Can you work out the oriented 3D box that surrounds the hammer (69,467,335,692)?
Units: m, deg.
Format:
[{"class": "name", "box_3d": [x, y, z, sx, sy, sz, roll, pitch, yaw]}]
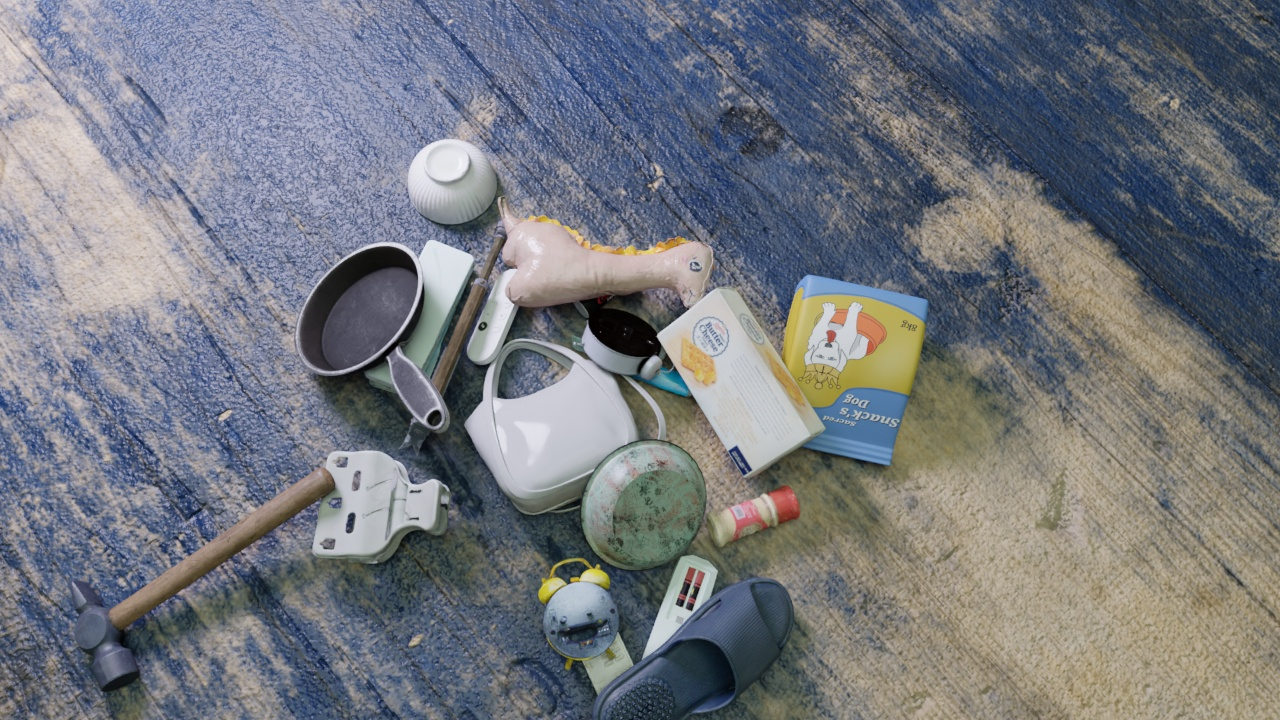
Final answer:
[{"class": "hammer", "box_3d": [-0.482, 0.219, 1.022, 0.321, 0.040, 0.129, -34, 71, -4]}]

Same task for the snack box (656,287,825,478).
[{"class": "snack box", "box_3d": [0.119, 0.025, 1.097, 0.104, 0.057, 0.208, -38, 77, 30]}]

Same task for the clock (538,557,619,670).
[{"class": "clock", "box_3d": [-0.068, 0.278, 1.020, 0.083, 0.057, 0.118, -12, 70, -6]}]

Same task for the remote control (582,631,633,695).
[{"class": "remote control", "box_3d": [-0.048, 0.320, 1.043, 0.050, 0.011, 0.135, -25, 74, -11]}]

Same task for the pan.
[{"class": "pan", "box_3d": [-0.291, -0.017, 1.055, 0.187, 0.055, 0.357, -44, 51, -3]}]

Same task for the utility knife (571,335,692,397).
[{"class": "utility knife", "box_3d": [-0.007, 0.007, 1.153, 0.178, 0.015, 0.031, 23, 68, 3]}]

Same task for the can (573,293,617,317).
[{"class": "can", "box_3d": [-0.046, -0.090, 1.177, 0.080, 0.032, 0.031, -39, 77, -15]}]

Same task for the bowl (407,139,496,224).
[{"class": "bowl", "box_3d": [-0.251, -0.245, 1.205, 0.118, 0.062, 0.118, 1, 70, -3]}]

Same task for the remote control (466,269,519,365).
[{"class": "remote control", "box_3d": [-0.180, -0.056, 1.157, 0.043, 0.013, 0.136, 7, 65, 28]}]

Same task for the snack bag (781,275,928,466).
[{"class": "snack bag", "box_3d": [0.251, 0.013, 1.128, 0.159, 0.102, 0.205, 12, 85, 1]}]

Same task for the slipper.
[{"class": "slipper", "box_3d": [0.071, 0.335, 0.991, 0.263, 0.083, 0.101, -31, 94, -18]}]

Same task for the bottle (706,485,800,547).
[{"class": "bottle", "box_3d": [0.133, 0.184, 1.084, 0.109, 0.044, 0.044, -19, 73, -9]}]

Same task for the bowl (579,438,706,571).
[{"class": "bowl", "box_3d": [0.011, 0.170, 1.041, 0.157, 0.038, 0.157, -4, 101, -21]}]

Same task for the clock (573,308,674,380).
[{"class": "clock", "box_3d": [-0.015, -0.018, 1.128, 0.122, 0.035, 0.094, 25, 32, -1]}]

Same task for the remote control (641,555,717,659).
[{"class": "remote control", "box_3d": [0.046, 0.293, 1.050, 0.049, 0.024, 0.143, 21, 71, 4]}]

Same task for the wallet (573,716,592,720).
[{"class": "wallet", "box_3d": [-0.071, 0.437, 0.993, 0.115, 0.026, 0.089, -9, 73, -6]}]

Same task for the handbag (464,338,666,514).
[{"class": "handbag", "box_3d": [-0.102, 0.061, 1.113, 0.215, 0.096, 0.222, -23, 61, -11]}]

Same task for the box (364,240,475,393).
[{"class": "box", "box_3d": [-0.271, -0.053, 1.146, 0.083, 0.066, 0.198, 11, 68, 21]}]

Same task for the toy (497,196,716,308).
[{"class": "toy", "box_3d": [-0.043, -0.138, 1.145, 0.264, 0.065, 0.196, -11, 72, -5]}]

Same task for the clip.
[{"class": "clip", "box_3d": [-0.292, 0.171, 1.063, 0.152, 0.097, 0.126, 4, 72, -5]}]

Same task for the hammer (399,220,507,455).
[{"class": "hammer", "box_3d": [-0.213, -0.049, 1.120, 0.028, 0.147, 0.316, 23, 59, -12]}]
